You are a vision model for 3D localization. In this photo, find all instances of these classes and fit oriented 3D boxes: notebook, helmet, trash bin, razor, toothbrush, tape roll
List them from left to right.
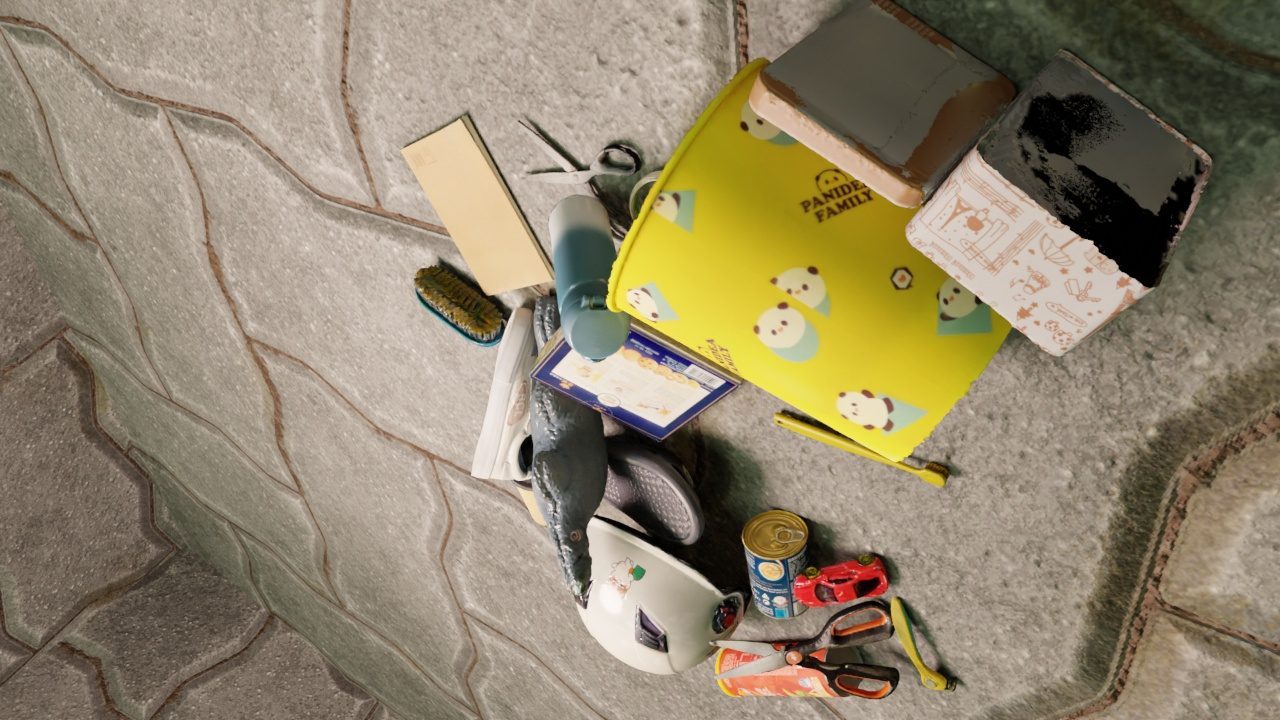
[{"bbox_3d":[-0.198,-0.178,1.104,0.150,0.012,0.211,-6,119,48],"label":"notebook"},{"bbox_3d":[0.011,0.311,1.167,0.230,0.156,0.274,23,170,26],"label":"helmet"},{"bbox_3d":[0.029,-0.145,0.901,0.086,0.013,0.086,20,136,20],"label":"tape roll"},{"bbox_3d":[0.141,-0.066,0.716,0.255,0.228,0.230,34,142,7],"label":"trash bin"},{"bbox_3d":[0.222,0.087,0.936,0.190,0.016,0.016,20,137,33],"label":"toothbrush"},{"bbox_3d":[0.318,0.329,1.057,0.043,0.028,0.132,-10,115,52],"label":"razor"}]

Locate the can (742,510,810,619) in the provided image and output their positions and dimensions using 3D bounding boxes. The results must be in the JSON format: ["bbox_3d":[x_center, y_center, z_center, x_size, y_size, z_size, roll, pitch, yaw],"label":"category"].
[{"bbox_3d":[0.164,0.243,1.084,0.075,0.075,0.111,16,134,35],"label":"can"}]

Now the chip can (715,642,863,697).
[{"bbox_3d":[0.191,0.407,1.212,0.073,0.073,0.217,52,143,-8],"label":"chip can"}]

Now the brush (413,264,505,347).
[{"bbox_3d":[-0.239,-0.065,1.213,0.144,0.055,0.074,36,157,13],"label":"brush"}]

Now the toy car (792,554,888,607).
[{"bbox_3d":[0.225,0.253,1.035,0.106,0.031,0.049,-15,120,13],"label":"toy car"}]

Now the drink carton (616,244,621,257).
[{"bbox_3d":[-0.013,-0.068,0.994,0.053,0.045,0.123,24,141,4],"label":"drink carton"}]

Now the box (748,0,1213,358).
[{"bbox_3d":[0.217,-0.144,0.594,0.261,0.176,0.082,40,143,8],"label":"box"}]

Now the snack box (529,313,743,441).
[{"bbox_3d":[-0.006,0.006,1.002,0.178,0.045,0.183,28,146,-15],"label":"snack box"}]

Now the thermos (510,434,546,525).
[{"bbox_3d":[-0.139,0.173,1.310,0.093,0.092,0.143,27,147,24],"label":"thermos"}]

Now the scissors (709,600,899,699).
[{"bbox_3d":[0.204,0.358,1.087,0.225,0.021,0.204,-38,101,15],"label":"scissors"}]

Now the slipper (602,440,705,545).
[{"bbox_3d":[0.014,0.145,1.151,0.268,0.083,0.111,12,123,60],"label":"slipper"}]

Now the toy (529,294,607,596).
[{"bbox_3d":[-0.089,0.104,1.107,0.091,0.356,0.138,-8,163,5],"label":"toy"}]

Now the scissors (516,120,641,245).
[{"bbox_3d":[-0.063,-0.192,0.955,0.181,0.014,0.160,49,142,-5],"label":"scissors"}]

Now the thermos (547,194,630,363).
[{"bbox_3d":[-0.051,-0.082,0.868,0.070,0.220,0.070,-4,126,-6],"label":"thermos"}]

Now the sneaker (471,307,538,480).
[{"bbox_3d":[-0.151,0.052,1.183,0.090,0.089,0.243,12,112,-10],"label":"sneaker"}]
